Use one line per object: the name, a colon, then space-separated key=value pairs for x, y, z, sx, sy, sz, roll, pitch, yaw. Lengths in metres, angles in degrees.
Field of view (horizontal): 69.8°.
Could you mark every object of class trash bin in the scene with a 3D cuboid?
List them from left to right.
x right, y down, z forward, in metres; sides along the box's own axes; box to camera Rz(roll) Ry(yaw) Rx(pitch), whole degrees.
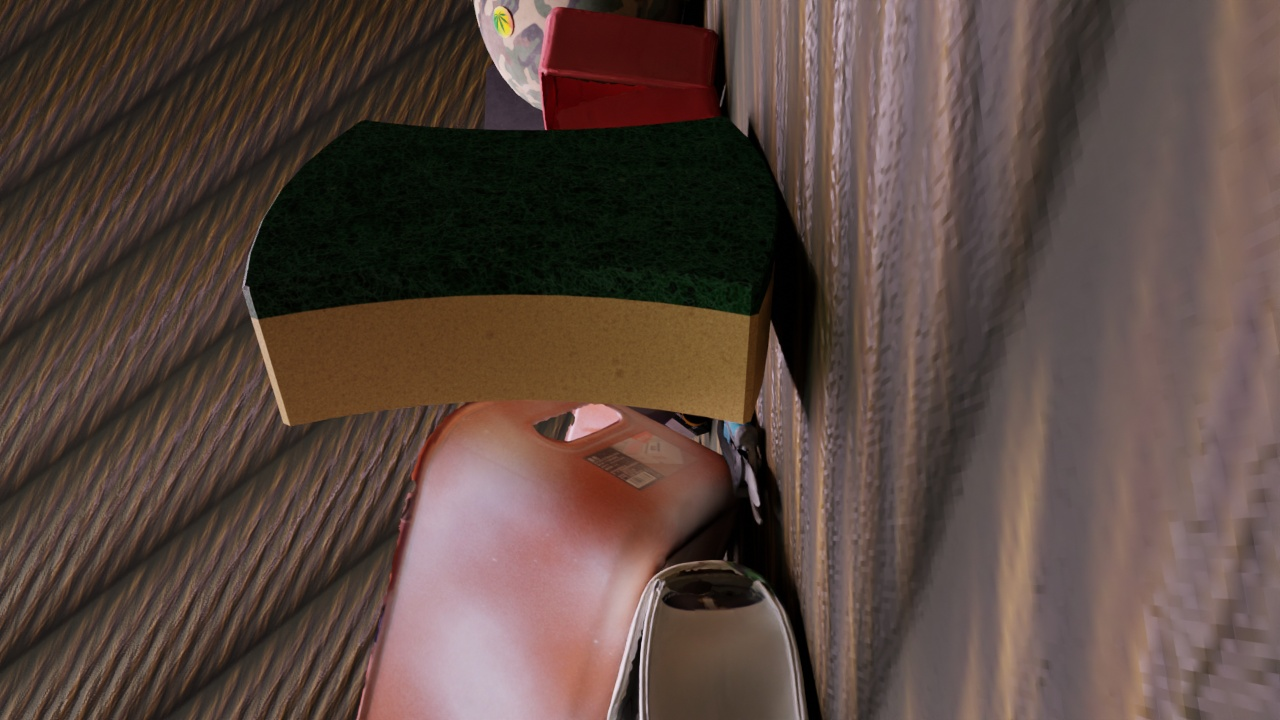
trash bin: x=-0.053 y=0.165 z=0.603 sx=0.181 sy=0.157 sz=0.260 roll=-17 pitch=-52 yaw=-62

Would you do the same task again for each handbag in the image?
handbag: x=0.033 y=0.214 z=0.494 sx=0.199 sy=0.096 sz=0.141 roll=87 pitch=180 yaw=-47

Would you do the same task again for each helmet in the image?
helmet: x=-0.052 y=-0.335 z=0.771 sx=0.225 sy=0.192 sz=0.236 roll=-39 pitch=64 yaw=51

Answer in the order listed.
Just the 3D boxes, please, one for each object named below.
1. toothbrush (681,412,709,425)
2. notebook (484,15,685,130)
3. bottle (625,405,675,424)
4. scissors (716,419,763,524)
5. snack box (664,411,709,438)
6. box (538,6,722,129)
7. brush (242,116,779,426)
toothbrush: x=0.052 y=0.004 z=0.646 sx=0.197 sy=0.031 sz=0.030 roll=103 pitch=170 yaw=-64
notebook: x=-0.059 y=-0.280 z=0.895 sx=0.019 sy=0.232 sz=0.169 roll=36 pitch=-138 yaw=-48
bottle: x=-0.004 y=0.004 z=0.722 sx=0.046 sy=0.084 sz=0.173 roll=93 pitch=-168 yaw=-70
scissors: x=0.061 y=0.046 z=0.563 sx=0.130 sy=0.019 sz=0.150 roll=92 pitch=176 yaw=-69
snack box: x=0.024 y=-0.013 z=0.814 sx=0.080 sy=0.025 sz=0.147 roll=38 pitch=-141 yaw=-47
box: x=-0.008 y=-0.181 z=0.687 sx=0.157 sy=0.135 sz=0.117 roll=100 pitch=163 yaw=-75
brush: x=-0.057 y=-0.056 z=0.482 sx=0.194 sy=0.250 sz=0.075 roll=-89 pitch=-2 yaw=-55
